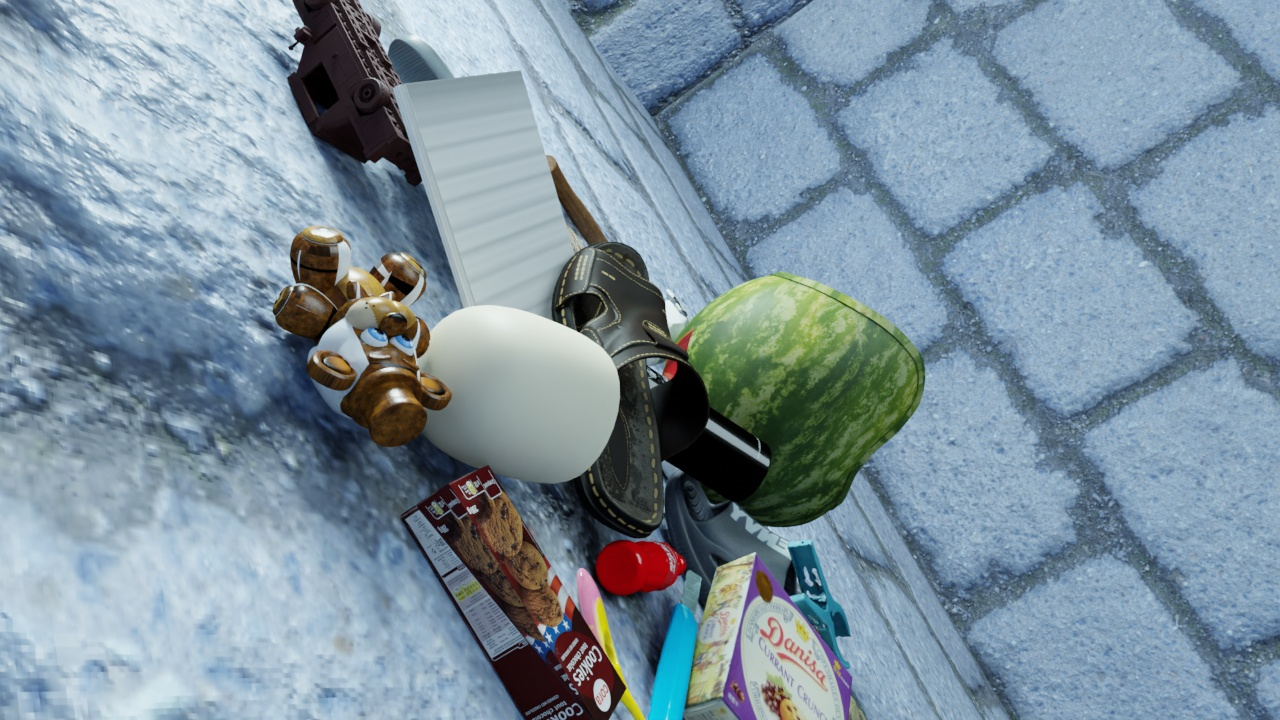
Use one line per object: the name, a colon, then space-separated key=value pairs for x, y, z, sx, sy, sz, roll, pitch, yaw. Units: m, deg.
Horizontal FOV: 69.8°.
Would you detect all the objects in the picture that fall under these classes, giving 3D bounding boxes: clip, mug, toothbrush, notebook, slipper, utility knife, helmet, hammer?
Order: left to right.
mug: x=-0.088 y=0.015 z=0.538 sx=0.120 sy=0.096 sz=0.099 roll=16 pitch=-5 yaw=39
slipper: x=-0.121 y=-0.143 z=0.759 sx=0.054 sy=0.098 sz=0.269 roll=-42 pitch=114 yaw=-33
notebook: x=-0.100 y=-0.103 z=0.678 sx=0.142 sy=0.009 sz=0.210 roll=-36 pitch=114 yaw=-56
hammer: x=-0.041 y=-0.126 z=1.073 sx=0.323 sy=0.033 sz=0.115 roll=53 pitch=11 yaw=-54
toothbrush: x=-0.016 y=0.184 z=0.549 sx=0.021 sy=0.016 sz=0.135 roll=37 pitch=21 yaw=-51
slipper: x=-0.004 y=0.004 z=0.685 sx=0.113 sy=0.076 sz=0.267 roll=35 pitch=38 yaw=-38
utility knife: x=0.027 y=0.201 z=0.627 sx=0.031 sy=0.015 sz=0.205 roll=53 pitch=22 yaw=-10
slipper: x=0.109 y=0.206 z=0.803 sx=0.268 sy=0.083 sz=0.110 roll=61 pitch=15 yaw=11
helmet: x=0.136 y=0.042 z=0.947 sx=0.243 sy=0.247 sz=0.213 roll=29 pitch=1 yaw=-25
clip: x=0.155 y=0.205 z=0.793 sx=0.127 sy=0.028 sz=0.113 roll=65 pitch=32 yaw=-23

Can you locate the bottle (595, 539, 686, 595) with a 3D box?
bottle: x=0.006 y=0.149 z=0.662 sx=0.036 sy=0.036 sz=0.119 roll=62 pitch=14 yaw=21

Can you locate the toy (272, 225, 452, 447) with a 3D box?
toy: x=-0.137 y=-0.009 z=0.461 sx=0.087 sy=0.067 sz=0.112 roll=17 pitch=26 yaw=-46

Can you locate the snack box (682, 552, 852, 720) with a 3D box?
snack box: x=0.097 y=0.244 z=0.675 sx=0.143 sy=0.041 sz=0.147 roll=52 pitch=30 yaw=-15

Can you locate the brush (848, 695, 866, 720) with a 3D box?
brush: x=0.182 y=0.353 z=0.797 sx=0.059 sy=0.043 sz=0.195 roll=55 pitch=12 yaw=-4

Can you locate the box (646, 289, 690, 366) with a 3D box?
box: x=0.017 y=-0.033 z=1.020 sx=0.083 sy=0.092 sz=0.165 roll=47 pitch=9 yaw=7

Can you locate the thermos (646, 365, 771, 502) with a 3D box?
thermos: x=0.006 y=0.041 z=0.788 sx=0.231 sy=0.061 sz=0.061 roll=33 pitch=21 yaw=-19

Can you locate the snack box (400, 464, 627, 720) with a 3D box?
snack box: x=-0.063 y=0.126 z=0.473 sx=0.141 sy=0.032 sz=0.051 roll=57 pitch=13 yaw=3

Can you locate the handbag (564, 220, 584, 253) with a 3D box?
handbag: x=-0.113 y=-0.139 z=0.898 sx=0.124 sy=0.047 sz=0.185 roll=55 pitch=10 yaw=22

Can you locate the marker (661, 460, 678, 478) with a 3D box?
marker: x=0.001 y=0.056 z=0.893 sx=0.133 sy=0.023 sz=0.027 roll=56 pitch=15 yaw=-4

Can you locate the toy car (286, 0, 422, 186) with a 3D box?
toy car: x=-0.207 y=-0.198 z=0.659 sx=0.169 sy=0.062 sz=0.070 roll=60 pitch=13 yaw=20
